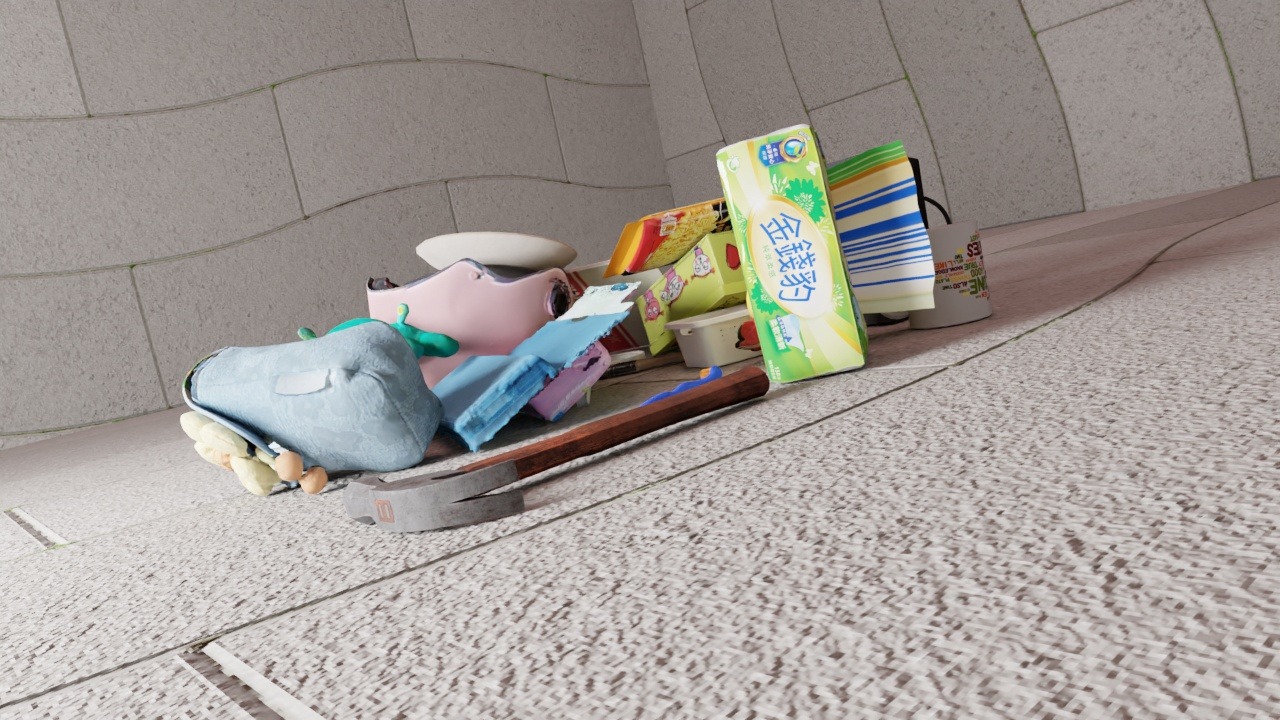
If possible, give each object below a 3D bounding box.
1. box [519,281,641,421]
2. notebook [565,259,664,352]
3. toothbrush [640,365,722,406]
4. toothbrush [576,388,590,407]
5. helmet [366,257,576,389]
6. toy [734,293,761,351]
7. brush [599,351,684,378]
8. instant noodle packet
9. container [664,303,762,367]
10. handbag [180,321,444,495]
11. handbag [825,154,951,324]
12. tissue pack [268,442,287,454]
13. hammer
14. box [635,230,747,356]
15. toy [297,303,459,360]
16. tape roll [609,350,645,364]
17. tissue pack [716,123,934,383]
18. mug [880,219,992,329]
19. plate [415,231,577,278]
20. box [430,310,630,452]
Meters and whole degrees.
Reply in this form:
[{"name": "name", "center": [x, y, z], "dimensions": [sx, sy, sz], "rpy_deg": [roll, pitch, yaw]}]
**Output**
[{"name": "box", "center": [-0.068, -0.015, 0.891], "dimensions": [0.159, 0.035, 0.231], "rpy_deg": [-47, 15, -11]}, {"name": "notebook", "center": [-0.020, -0.071, 1.218], "dimensions": [0.153, 0.012, 0.209], "rpy_deg": [-11, -31, 19]}, {"name": "toothbrush", "center": [0.030, 0.027, 0.733], "dimensions": [0.018, 0.016, 0.182], "rpy_deg": [-15, 4, 27]}, {"name": "toothbrush", "center": [-0.052, -0.010, 0.908], "dimensions": [0.010, 0.010, 0.181], "rpy_deg": [-11, 33, 8]}, {"name": "helmet", "center": [-0.188, -0.033, 1.085], "dimensions": [0.230, 0.152, 0.255], "rpy_deg": [-8, -3, 29]}, {"name": "toy", "center": [0.173, -0.084, 0.857], "dimensions": [0.092, 0.207, 0.133], "rpy_deg": [31, -3, 38]}, {"name": "brush", "center": [-0.006, 0.006, 1.024], "dimensions": [0.151, 0.012, 0.039], "rpy_deg": [-12, 5, 6]}, {"name": "instant noodle packet", "center": [0.073, -0.144, 1.013], "dimensions": [0.220, 0.032, 0.160], "rpy_deg": [-16, -11, -15]}, {"name": "container", "center": [0.099, -0.028, 0.949], "dimensions": [0.129, 0.049, 0.081], "rpy_deg": [-15, 6, -23]}, {"name": "handbag", "center": [-0.257, 0.047, 0.709], "dimensions": [0.192, 0.122, 0.118], "rpy_deg": [-5, 41, 17]}, {"name": "handbag", "center": [0.296, -0.140, 1.028], "dimensions": [0.195, 0.176, 0.072], "rpy_deg": [-13, 4, -39]}, {"name": "tissue pack", "center": [-0.288, 0.054, 0.880], "dimensions": [0.112, 0.070, 0.181], "rpy_deg": [-11, 4, 8]}, {"name": "hammer", "center": [-0.027, 0.049, 0.591], "dimensions": [0.299, 0.028, 0.111], "rpy_deg": [-16, 6, -38]}, {"name": "box", "center": [0.092, -0.081, 1.069], "dimensions": [0.124, 0.081, 0.221], "rpy_deg": [-13, -9, -26]}, {"name": "toy", "center": [-0.261, -0.021, 0.921], "dimensions": [0.194, 0.072, 0.130], "rpy_deg": [4, 11, 43]}, {"name": "tape roll", "center": [-0.039, 0.005, 1.100], "dimensions": [0.093, 0.013, 0.093], "rpy_deg": [-12, 6, 1]}, {"name": "tissue pack", "center": [0.156, -0.093, 0.737], "dimensions": [0.141, 0.198, 0.120], "rpy_deg": [-13, 12, 16]}, {"name": "mug", "center": [0.273, -0.079, 0.875], "dimensions": [0.105, 0.089, 0.073], "rpy_deg": [-10, 6, 18]}, {"name": "plate", "center": [-0.170, -0.116, 1.089], "dimensions": [0.189, 0.027, 0.189], "rpy_deg": [0, -7, 0]}, {"name": "box", "center": [-0.117, 0.005, 0.825], "dimensions": [0.174, 0.033, 0.232], "rpy_deg": [-42, 15, -18]}]
